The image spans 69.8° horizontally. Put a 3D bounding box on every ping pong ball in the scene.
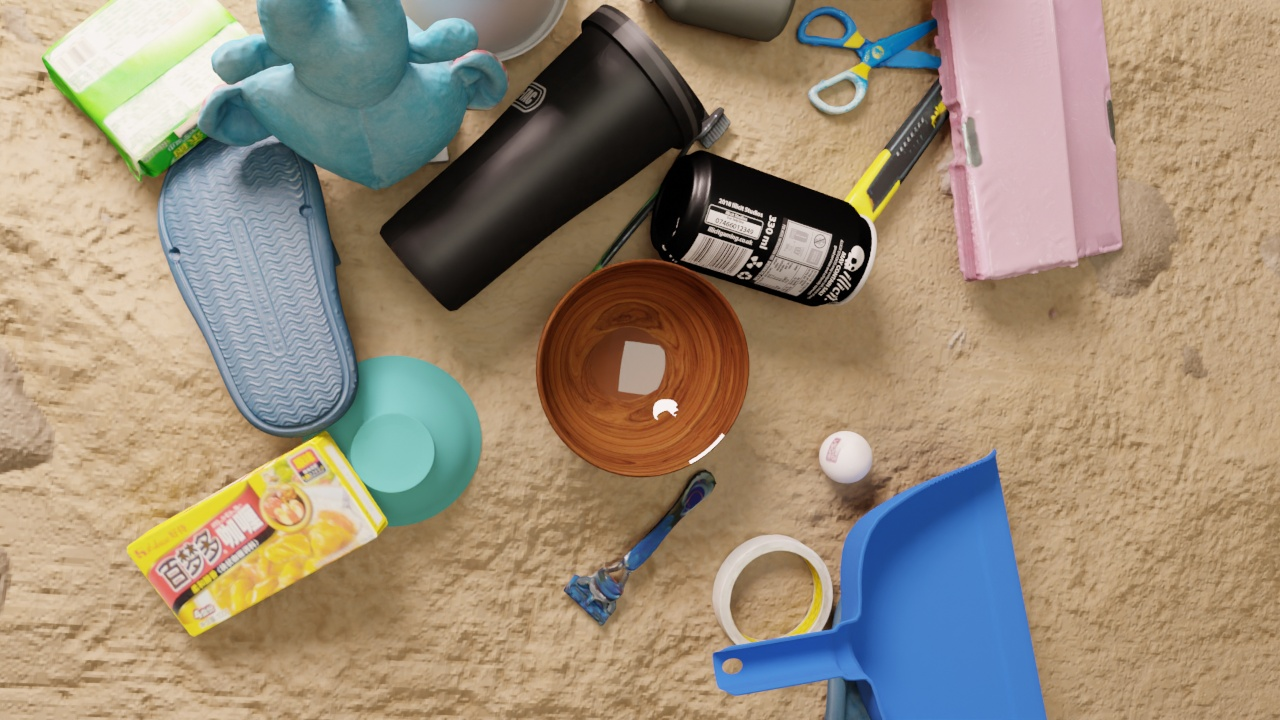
[{"bbox_3d":[0.158,0.075,0.709,0.040,0.040,0.040,-1,95,-14],"label":"ping pong ball"}]

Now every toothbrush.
[{"bbox_3d":[0.006,-0.110,0.670,0.017,0.014,0.188,40,85,-21],"label":"toothbrush"}]

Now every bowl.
[{"bbox_3d":[-0.168,0.059,0.624,0.121,0.046,0.121,-1,95,-14],"label":"bowl"},{"bbox_3d":[-0.004,0.004,0.648,0.147,0.069,0.147,-1,94,-13],"label":"bowl"}]

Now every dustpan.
[{"bbox_3d":[0.177,0.203,0.671,0.257,0.059,0.245,-7,82,-8],"label":"dustpan"}]

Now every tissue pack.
[{"bbox_3d":[-0.297,-0.181,0.570,0.114,0.034,0.099,-42,87,-8],"label":"tissue pack"}]

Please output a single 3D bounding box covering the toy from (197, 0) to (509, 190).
[{"bbox_3d":[-0.167,-0.175,0.517,0.183,0.181,0.114,-9,75,-9],"label":"toy"}]

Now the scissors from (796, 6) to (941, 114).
[{"bbox_3d":[0.182,-0.225,0.703,0.132,0.020,0.097,2,97,-13],"label":"scissors"}]

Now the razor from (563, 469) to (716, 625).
[{"bbox_3d":[0.006,0.135,0.688,0.141,0.018,0.044,-46,103,-6],"label":"razor"}]

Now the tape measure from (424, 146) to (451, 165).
[{"bbox_3d":[-0.159,-0.163,0.623,0.064,0.017,0.065,-8,96,-13],"label":"tape measure"}]

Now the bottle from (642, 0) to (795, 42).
[{"bbox_3d":[0.052,-0.264,0.644,0.108,0.060,0.060,8,92,-15],"label":"bottle"}]

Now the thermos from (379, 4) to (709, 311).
[{"bbox_3d":[-0.066,-0.130,0.610,0.218,0.106,0.106,-41,103,-2],"label":"thermos"}]

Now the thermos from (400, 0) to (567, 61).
[{"bbox_3d":[-0.091,-0.257,0.526,0.131,0.222,0.131,-1,95,-14],"label":"thermos"}]

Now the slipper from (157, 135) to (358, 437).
[{"bbox_3d":[-0.243,-0.053,0.591,0.103,0.059,0.213,-16,85,-8],"label":"slipper"}]

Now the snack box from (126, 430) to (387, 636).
[{"bbox_3d":[-0.248,0.114,0.596,0.152,0.025,0.075,-29,101,9],"label":"snack box"}]

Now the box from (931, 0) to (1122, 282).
[{"bbox_3d":[0.317,-0.188,0.715,0.180,0.051,0.233,-13,98,-20],"label":"box"}]

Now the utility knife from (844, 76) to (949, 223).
[{"bbox_3d":[0.211,-0.173,0.714,0.029,0.020,0.186,38,83,-16],"label":"utility knife"}]

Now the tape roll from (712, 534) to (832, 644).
[{"bbox_3d":[0.103,0.184,0.715,0.094,0.019,0.094,-1,95,-14],"label":"tape roll"}]

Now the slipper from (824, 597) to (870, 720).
[{"bbox_3d":[0.198,0.246,0.725,0.103,0.059,0.214,13,92,-12],"label":"slipper"}]

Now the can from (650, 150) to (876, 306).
[{"bbox_3d":[0.087,-0.091,0.651,0.146,0.080,0.080,15,91,-21],"label":"can"}]
